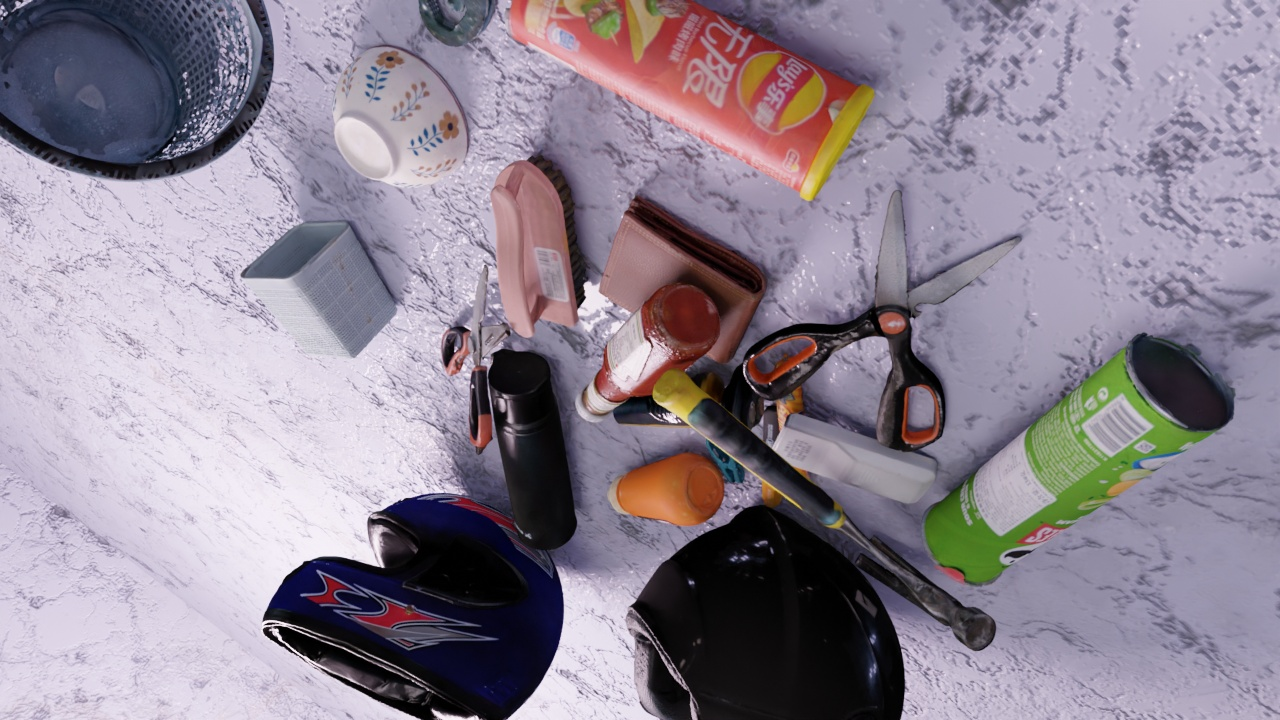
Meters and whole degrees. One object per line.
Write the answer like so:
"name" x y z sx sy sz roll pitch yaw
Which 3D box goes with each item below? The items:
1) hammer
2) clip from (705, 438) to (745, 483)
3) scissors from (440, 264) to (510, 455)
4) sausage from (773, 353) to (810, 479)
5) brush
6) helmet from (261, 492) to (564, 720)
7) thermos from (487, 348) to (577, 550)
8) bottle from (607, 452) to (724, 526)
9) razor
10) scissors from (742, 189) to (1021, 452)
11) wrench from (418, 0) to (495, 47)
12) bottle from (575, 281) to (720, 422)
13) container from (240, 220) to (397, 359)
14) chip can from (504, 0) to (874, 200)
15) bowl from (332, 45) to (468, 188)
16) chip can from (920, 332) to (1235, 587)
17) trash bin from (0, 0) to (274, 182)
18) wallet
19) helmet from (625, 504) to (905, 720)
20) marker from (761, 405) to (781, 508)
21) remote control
"hammer" 0.134 0.111 0.704 0.323 0.032 0.126 39 176 -20
"clip" 0.079 0.090 0.830 0.038 0.013 0.055 2 129 37
"scissors" -0.153 -0.003 0.846 0.189 0.015 0.227 43 137 52
"sausage" 0.125 0.057 0.753 0.021 0.021 0.165 12 136 28
"brush" -0.084 -0.089 0.720 0.063 0.072 0.146 19 137 23
"helmet" -0.241 0.273 1.073 0.315 0.239 0.248 27 144 -6
"thermos" -0.114 0.090 0.947 0.090 0.068 0.243 49 153 40
"bottle" 0.015 0.126 0.882 0.067 0.066 0.150 50 147 -17
"razor" 0.037 0.038 0.784 0.067 0.062 0.168 23 160 -38
"scissors" 0.162 -0.013 0.637 0.229 0.021 0.221 -10 128 31
"wrench" -0.103 -0.306 0.555 0.056 0.016 0.274 31 143 6
"bottle" -0.004 0.004 0.732 0.060 0.059 0.207 39 150 -4
"container" -0.312 -0.066 0.907 0.090 0.089 0.111 5 135 35
"chip can" 0.026 -0.176 0.547 0.216 0.073 0.073 30 142 9
"bowl" -0.199 -0.181 0.722 0.113 0.062 0.114 21 141 18
"chip can" 0.278 0.076 0.615 0.072 0.072 0.237 32 142 5
"trash bin" -0.438 -0.243 0.740 0.195 0.226 0.226 0 131 54
"wallet" 0.030 -0.057 0.702 0.124 0.032 0.101 32 145 6
"helmet" 0.119 0.268 0.815 0.274 0.230 0.234 36 173 -13
"marker" 0.114 0.085 0.797 0.018 0.015 0.124 13 135 21
"remote control" 0.167 0.079 0.726 0.125 0.024 0.049 19 139 4
